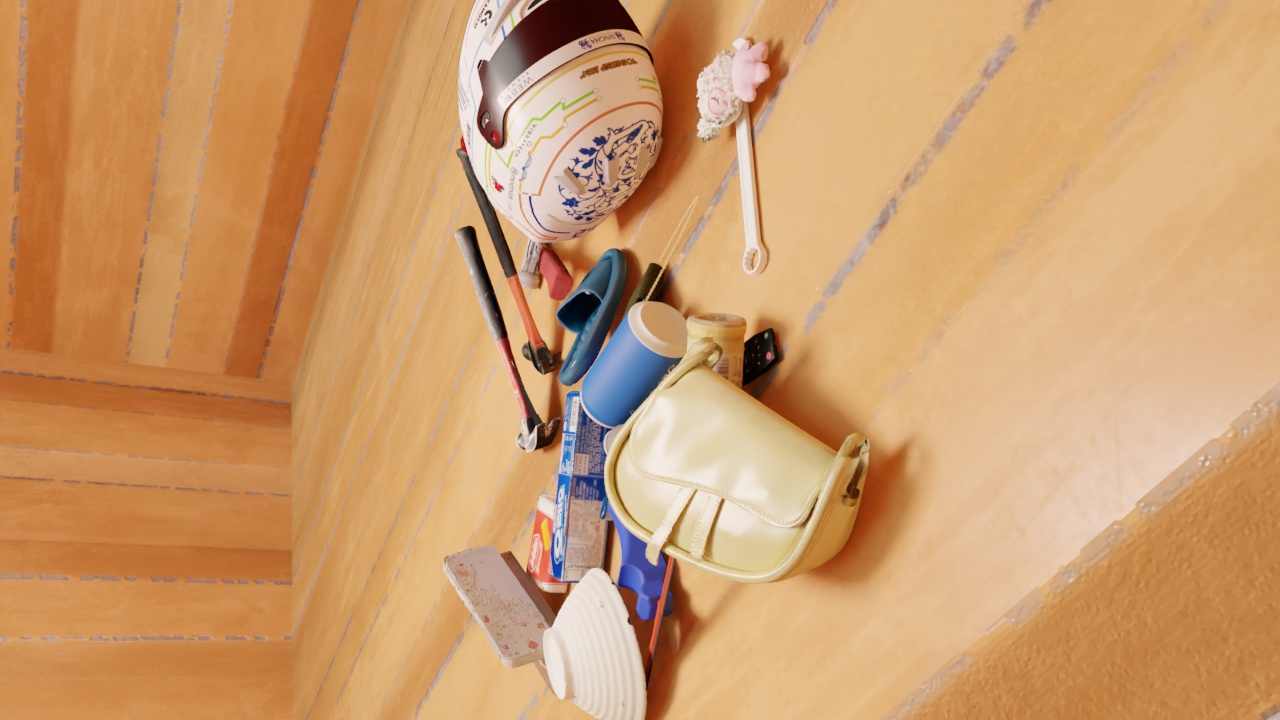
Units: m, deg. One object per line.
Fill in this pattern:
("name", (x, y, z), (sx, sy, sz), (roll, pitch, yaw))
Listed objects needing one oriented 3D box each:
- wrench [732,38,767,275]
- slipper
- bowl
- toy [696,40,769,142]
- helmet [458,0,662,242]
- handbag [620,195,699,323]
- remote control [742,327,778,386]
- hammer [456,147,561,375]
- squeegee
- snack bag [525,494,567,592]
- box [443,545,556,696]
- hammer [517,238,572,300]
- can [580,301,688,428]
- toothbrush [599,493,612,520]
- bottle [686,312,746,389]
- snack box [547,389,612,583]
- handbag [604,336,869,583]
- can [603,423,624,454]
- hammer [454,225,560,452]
("wrench", (0.108, -0.213, 0.944), (0.047, 0.009, 0.273), (-33, 54, 54))
("slipper", (-0.064, -0.062, 1.119), (0.104, 0.059, 0.213), (-47, 21, 45))
("bowl", (-0.060, 0.318, 0.987), (0.177, 0.070, 0.177), (171, 90, -68))
("toy", (0.092, -0.286, 0.945), (0.109, 0.041, 0.095), (-25, 59, 50))
("helmet", (-0.087, -0.293, 1.088), (0.236, 0.230, 0.315), (49, 145, 21))
("handbag", (0.027, -0.108, 1.012), (0.083, 0.027, 0.178), (-72, 9, -49))
("remote control", (0.095, 0.009, 0.902), (0.125, 0.010, 0.039), (-39, 49, 51))
("hammer", (-0.180, -0.129, 1.241), (0.133, 0.033, 0.333), (38, 150, 62))
("squeegee", (0.001, 0.217, 0.969), (0.184, 0.055, 0.250), (-118, 29, -47))
("snack bag", (-0.115, 0.237, 1.194), (0.077, 0.036, 0.116), (14, 94, 61))
("box", (-0.164, 0.327, 1.153), (0.216, 0.096, 0.105), (39, 142, 50))
("hammer", (-0.127, -0.137, 1.261), (0.315, 0.036, 0.126), (-129, 55, -70))
("can", (-0.006, 0.006, 1.017), (0.146, 0.078, 0.078), (-54, 38, 40))
("toothbrush", (-0.024, 0.122, 1.068), (0.021, 0.016, 0.132), (-23, 49, 64))
("bottle", (0.069, 0.038, 0.877), (0.056, 0.056, 0.162), (27, 118, 61))
("snack box", (-0.068, 0.150, 1.103), (0.059, 0.059, 0.226), (173, 104, -66))
("handbag", (0.074, 0.097, 0.776), (0.233, 0.088, 0.191), (34, 119, 40))
("can", (0.007, 0.084, 0.991), (0.107, 0.044, 0.044), (-18, 66, 48))
("hammer", (-0.190, -0.031, 1.272), (0.141, 0.036, 0.326), (-18, 91, 66))
